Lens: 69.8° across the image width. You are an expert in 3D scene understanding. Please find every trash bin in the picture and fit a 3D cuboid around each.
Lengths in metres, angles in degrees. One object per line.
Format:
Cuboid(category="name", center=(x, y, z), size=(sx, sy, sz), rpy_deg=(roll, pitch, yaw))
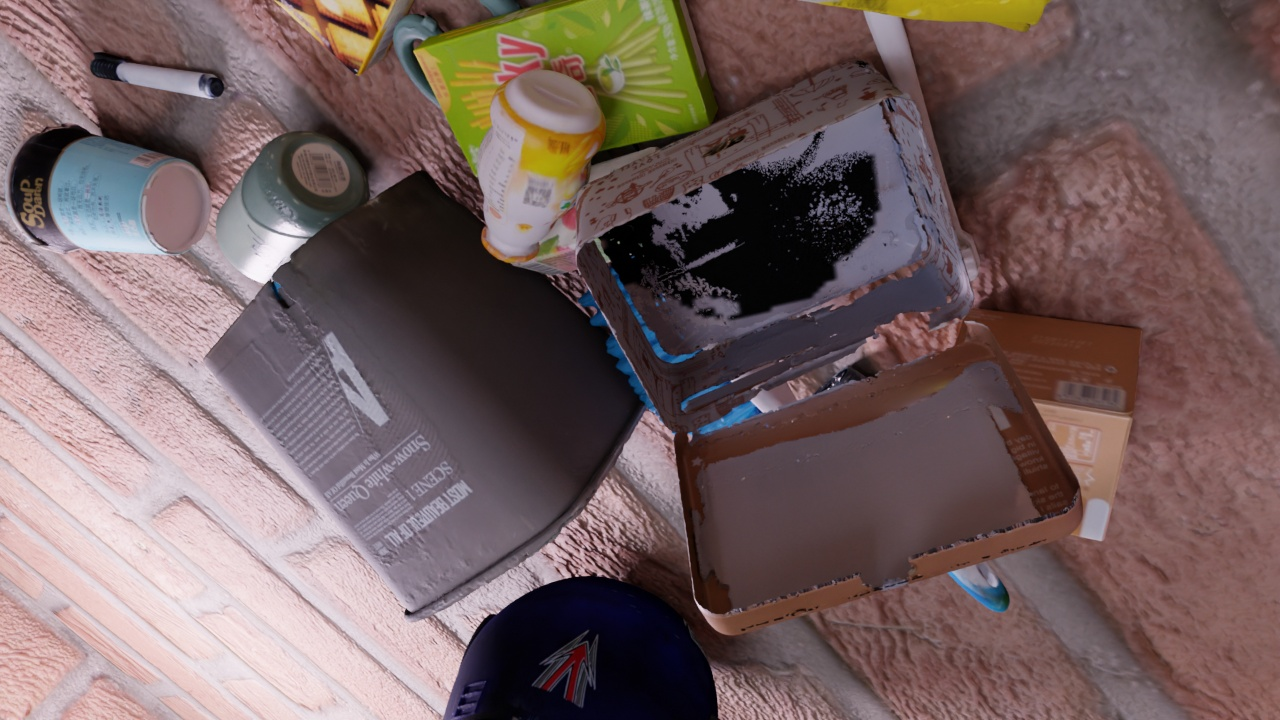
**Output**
Cuboid(category="trash bin", center=(-0.139, 0.017, 0.612), size=(0.200, 0.198, 0.220), rpy_deg=(-36, 103, 33))

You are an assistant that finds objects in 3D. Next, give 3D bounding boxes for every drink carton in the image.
Cuboid(category="drink carton", center=(-0.025, -0.089, 0.568), size=(0.123, 0.053, 0.045), rpy_deg=(-7, 168, 39))

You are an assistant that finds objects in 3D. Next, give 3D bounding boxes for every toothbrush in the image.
Cuboid(category="toothbrush", center=(0.144, -0.117, 0.470), size=(0.016, 0.016, 0.180), rpy_deg=(-16, 119, 25))

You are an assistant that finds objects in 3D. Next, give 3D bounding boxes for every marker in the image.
Cuboid(category="marker", center=(-0.372, -0.219, 0.703), size=(0.131, 0.018, 0.023), rpy_deg=(14, 125, 22))

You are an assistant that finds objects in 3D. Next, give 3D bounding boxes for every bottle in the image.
Cuboid(category="bottle", center=(-0.061, -0.104, 0.512), size=(0.063, 0.063, 0.109), rpy_deg=(31, 134, 4))

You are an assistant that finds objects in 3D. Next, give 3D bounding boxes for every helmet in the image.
Cuboid(category="helmet", center=(-0.051, 0.346, 0.848), size=(0.247, 0.239, 0.316), rpy_deg=(19, 125, 16))

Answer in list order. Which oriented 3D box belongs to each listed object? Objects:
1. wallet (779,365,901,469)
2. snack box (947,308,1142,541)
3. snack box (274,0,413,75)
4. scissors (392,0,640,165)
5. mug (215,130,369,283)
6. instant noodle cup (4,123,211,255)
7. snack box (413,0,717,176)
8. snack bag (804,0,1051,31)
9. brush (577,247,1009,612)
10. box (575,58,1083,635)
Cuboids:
Cuboid(category="wallet", center=(0.148, 0.063, 0.636), size=(0.097, 0.019, 0.121), rpy_deg=(36, 140, -3))
Cuboid(category="snack box", center=(0.221, 0.034, 0.517), size=(0.093, 0.076, 0.094), rpy_deg=(10, 132, 25))
Cuboid(category="snack box", center=(-0.169, -0.246, 0.539), size=(0.087, 0.033, 0.141), rpy_deg=(42, 136, -10))
Cuboid(category="scissors", center=(-0.079, -0.167, 0.563), size=(0.162, 0.019, 0.179), rpy_deg=(-19, 121, 37))
Cuboid(category="mug", center=(-0.245, -0.106, 0.685), size=(0.111, 0.082, 0.107), rpy_deg=(29, 143, -29))
Cuboid(category="instant noodle cup", center=(-0.431, -0.134, 0.762), size=(0.120, 0.111, 0.111), rpy_deg=(11, 134, 13))
Cuboid(category="snack box", center=(-0.043, -0.159, 0.521), size=(0.157, 0.026, 0.086), rpy_deg=(-6, 128, 23))
Cuboid(category="snack bag", center=(0.101, -0.249, 0.338), size=(0.158, 0.068, 0.247), rpy_deg=(16, 135, 19))
Cuboid(category="brush", center=(0.084, 0.041, 0.568), size=(0.314, 0.060, 0.110), rpy_deg=(54, 129, 10))
Cuboid(category="box", center=(0.072, -0.019, 0.440), size=(0.181, 0.217, 0.158), rpy_deg=(-21, 130, 12))
